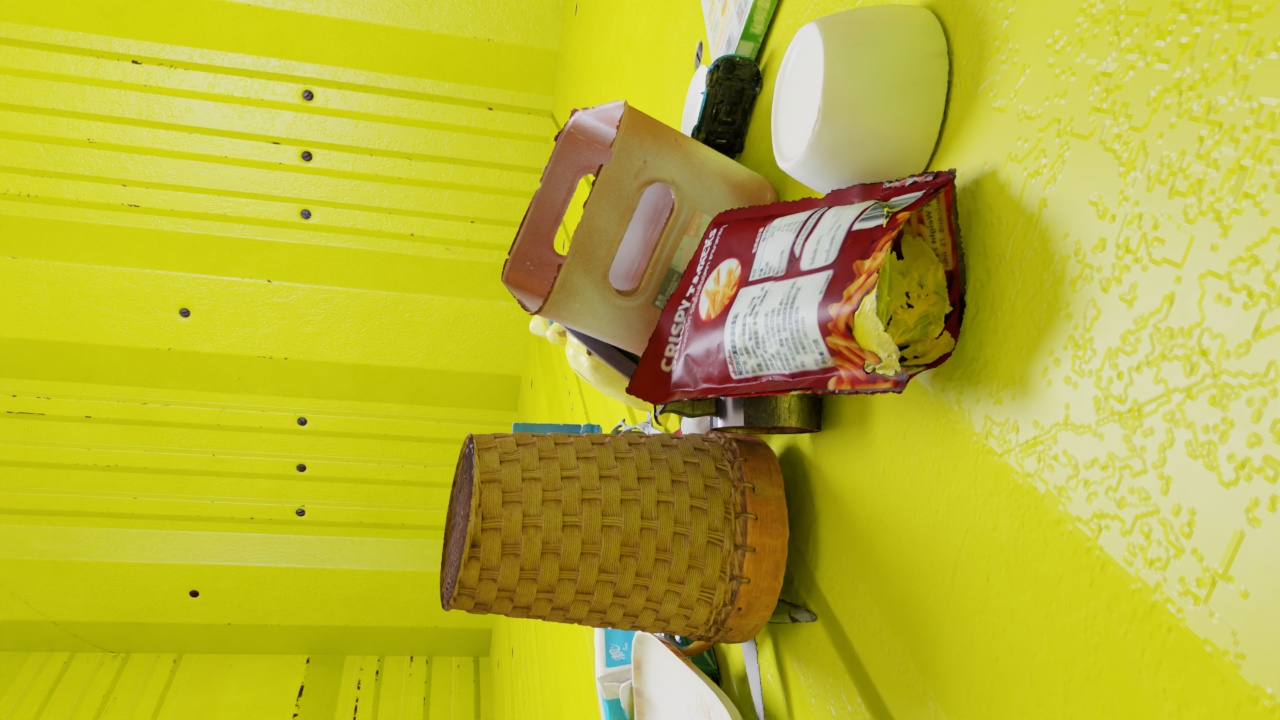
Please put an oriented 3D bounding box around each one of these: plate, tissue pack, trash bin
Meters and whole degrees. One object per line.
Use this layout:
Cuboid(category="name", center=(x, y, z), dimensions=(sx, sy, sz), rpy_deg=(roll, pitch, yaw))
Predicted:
Cuboid(category="plate", center=(-0.005, 0.005, 0.856), dimensions=(0.012, 0.178, 0.178), rpy_deg=(-54, 16, 4))
Cuboid(category="tissue pack", center=(-0.009, 0.298, 0.904), dimensions=(0.209, 0.066, 0.117), rpy_deg=(-98, 0, -72))
Cuboid(category="trash bin", center=(-0.010, -0.110, 0.813), dimensions=(0.181, 0.157, 0.260), rpy_deg=(-66, 19, 5))
Cuboid(category="plate", center=(0.042, 0.317, 0.716), dimensions=(0.187, 0.016, 0.187), rpy_deg=(19, 114, 63))
Cuboid(category="plate", center=(0.066, -0.239, 0.914), dimensions=(0.104, 0.026, 0.104), rpy_deg=(-177, 91, -77))
Cuboid(category="trash bin", center=(-0.023, 0.114, 0.642), dimensions=(0.151, 0.210, 0.151), rpy_deg=(-172, 91, -74))

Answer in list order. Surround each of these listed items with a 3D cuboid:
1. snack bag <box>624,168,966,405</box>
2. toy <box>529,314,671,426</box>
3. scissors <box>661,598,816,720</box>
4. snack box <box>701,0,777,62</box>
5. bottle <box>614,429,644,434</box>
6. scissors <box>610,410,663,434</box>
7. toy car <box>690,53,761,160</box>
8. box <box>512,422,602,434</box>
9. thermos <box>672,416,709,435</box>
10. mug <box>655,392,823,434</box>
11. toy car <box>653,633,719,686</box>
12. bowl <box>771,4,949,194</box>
Cuboid(category="snack bag", center=(0.076, -0.039, 0.518), dimensions=(0.208, 0.066, 0.138), rpy_deg=(-1, 66, 52))
Cuboid(category="toy", center=(-0.035, -0.012, 1.038), dimensions=(0.084, 0.149, 0.214), rpy_deg=(-62, 21, 7))
Cuboid(category="scissors", center=(0.072, 0.170, 0.707), dimensions=(0.226, 0.016, 0.228), rpy_deg=(150, 131, -62))
Cuboid(category="snack box", center=(0.091, -0.344, 0.832), dimensions=(0.132, 0.027, 0.167), rpy_deg=(110, 161, -50))
Cuboid(category="bottle", center=(-0.023, 0.174, 1.129), dimensions=(0.083, 0.046, 0.174), rpy_deg=(-99, 18, -47))
Cuboid(category="scissors", center=(0.015, 0.065, 1.041), dimensions=(0.142, 0.014, 0.146), rpy_deg=(-9, 47, 53))
Cuboid(category="toy car", center=(0.075, -0.225, 0.820), dimensions=(0.032, 0.048, 0.106), rpy_deg=(-93, 12, -48))
Cuboid(category="box", center=(-0.107, 0.192, 1.096), dimensions=(0.094, 0.112, 0.232), rpy_deg=(-86, -1, -67))
Cuboid(category="thermos", center=(0.035, 0.109, 0.821), dimensions=(0.241, 0.073, 0.073), rpy_deg=(110, 160, -51))
Cuboid(category="mug", center=(0.067, -0.007, 0.615), dimensions=(0.080, 0.115, 0.107), rpy_deg=(153, 119, -72))
Cuboid(category="toy car", center=(0.037, 0.250, 0.818), dimensions=(0.044, 0.056, 0.120), rpy_deg=(-57, 28, 19))
Cuboid(category="bowl", center=(0.121, -0.149, 0.534), dimensions=(0.116, 0.065, 0.116), rpy_deg=(-177, 91, -78))
